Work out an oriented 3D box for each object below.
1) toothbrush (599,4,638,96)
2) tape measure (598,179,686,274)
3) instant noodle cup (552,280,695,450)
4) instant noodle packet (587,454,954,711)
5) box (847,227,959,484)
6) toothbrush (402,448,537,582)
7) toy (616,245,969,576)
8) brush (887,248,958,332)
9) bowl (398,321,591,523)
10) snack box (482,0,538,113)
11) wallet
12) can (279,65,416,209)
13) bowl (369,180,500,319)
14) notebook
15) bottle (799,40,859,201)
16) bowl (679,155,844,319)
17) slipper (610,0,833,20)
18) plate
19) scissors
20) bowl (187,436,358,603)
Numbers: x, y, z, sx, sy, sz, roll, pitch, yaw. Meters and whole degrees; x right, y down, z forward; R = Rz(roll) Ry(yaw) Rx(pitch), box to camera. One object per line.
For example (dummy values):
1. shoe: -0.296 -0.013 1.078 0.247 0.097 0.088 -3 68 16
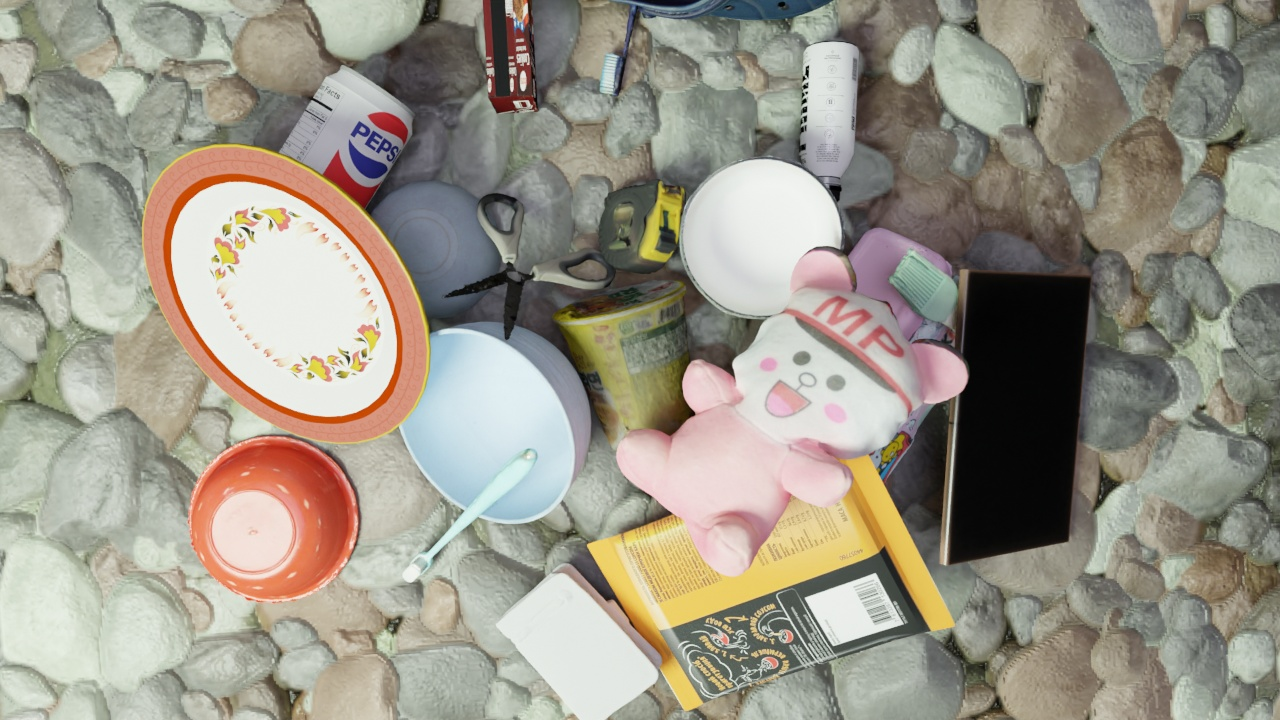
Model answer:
1. toothbrush: -0.005 -0.294 0.694 0.017 0.016 0.189 12 92 8
2. tape measure: -0.004 -0.097 0.677 0.038 0.067 0.062 8 85 -44
3. instant noodle cup: -0.004 0.004 0.671 0.102 0.102 0.108 -15 103 -1
4. instant noodle packet: 0.091 0.164 0.674 0.221 0.032 0.160 -25 102 19
5. box: 0.172 0.013 0.702 0.101 0.103 0.201 35 91 37
6. toothbrush: -0.124 0.113 0.658 0.016 0.016 0.181 46 124 1
7. toy: 0.096 0.034 0.607 0.213 0.084 0.142 -46 60 0
8. brush: 0.255 -0.010 0.673 0.217 0.012 0.033 35 91 -27
9. bowl: -0.094 0.035 0.663 0.151 0.074 0.151 12 117 25
10. snack box: -0.097 -0.259 0.674 0.032 0.051 0.141 -3 92 -2
11. wallet: -0.047 0.217 0.706 0.086 0.032 0.116 -38 94 15
12. can: -0.225 -0.140 0.666 0.070 0.070 0.132 33 91 -3
13. bowl: -0.159 -0.084 0.685 0.106 0.039 0.106 0 92 -2
14. notebook: 0.279 0.040 0.678 0.141 0.008 0.209 -1 97 -31
15. bottle: 0.141 -0.177 0.690 0.041 0.041 0.116 2 92 -2
16. bowl: 0.089 -0.090 0.671 0.116 0.065 0.116 2 101 10
17. slipper: 0.045 -0.282 0.635 0.252 0.095 0.105 1 131 -5
18. plate: -0.245 -0.042 0.642 0.230 0.021 0.230 11 124 16
19. scissors: -0.081 -0.069 0.653 0.168 0.157 0.013 2 134 -38
20. bowl: -0.282 0.123 0.688 0.130 0.045 0.130 0 92 -1
